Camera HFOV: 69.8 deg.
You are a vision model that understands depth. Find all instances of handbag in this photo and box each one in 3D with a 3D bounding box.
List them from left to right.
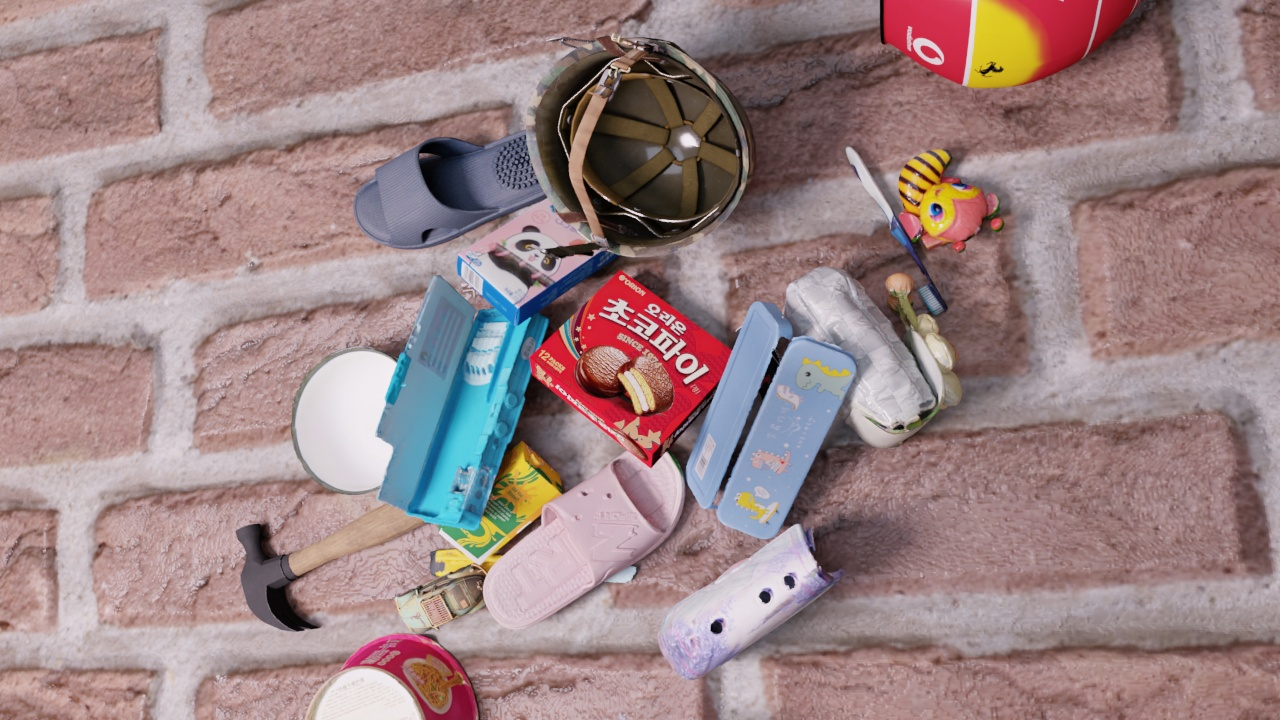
[{"bbox_3d":[0.098,0.212,0.817,0.159,0.126,0.069,-37,73,10],"label":"handbag"},{"bbox_3d":[0.208,-0.015,0.824,0.123,0.112,0.171,-33,75,0],"label":"handbag"}]

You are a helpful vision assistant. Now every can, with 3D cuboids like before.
[{"bbox_3d":[0.120,0.003,0.885,0.031,0.031,0.080,-23,78,12],"label":"can"}]

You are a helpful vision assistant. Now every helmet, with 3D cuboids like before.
[{"bbox_3d":[-0.008,-0.195,0.840,0.224,0.235,0.193,18,112,7],"label":"helmet"},{"bbox_3d":[0.325,-0.370,0.789,0.225,0.197,0.270,5,76,17],"label":"helmet"}]

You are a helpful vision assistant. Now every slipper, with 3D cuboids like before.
[{"bbox_3d":[-0.199,-0.189,0.975,0.264,0.082,0.101,-14,82,13],"label":"slipper"},{"bbox_3d":[-0.057,0.174,0.890,0.239,0.064,0.094,-39,73,3],"label":"slipper"}]

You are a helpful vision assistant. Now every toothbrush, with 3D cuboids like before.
[{"bbox_3d":[0.240,-0.126,0.876,0.017,0.016,0.189,-31,76,20],"label":"toothbrush"}]

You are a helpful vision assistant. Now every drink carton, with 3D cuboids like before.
[{"bbox_3d":[-0.138,0.142,0.923,0.122,0.041,0.058,-40,116,8],"label":"drink carton"}]

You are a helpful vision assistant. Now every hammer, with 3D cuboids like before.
[{"bbox_3d":[-0.291,0.188,0.980,0.306,0.040,0.132,-25,74,11],"label":"hammer"}]

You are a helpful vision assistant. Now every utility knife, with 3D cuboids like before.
[{"bbox_3d":[-0.114,0.211,0.938,0.228,0.019,0.030,-1,92,13],"label":"utility knife"}]

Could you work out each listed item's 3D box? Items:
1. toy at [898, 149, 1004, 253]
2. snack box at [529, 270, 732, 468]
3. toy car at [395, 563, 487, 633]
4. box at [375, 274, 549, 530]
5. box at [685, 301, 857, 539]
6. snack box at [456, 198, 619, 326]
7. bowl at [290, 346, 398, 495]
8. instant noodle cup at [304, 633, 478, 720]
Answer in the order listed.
[{"bbox_3d":[0.282,-0.145,0.852,0.084,0.046,0.103,-35,72,16],"label":"toy"},{"bbox_3d":[-0.005,0.005,0.889,0.152,0.036,0.132,37,67,17],"label":"snack box"},{"bbox_3d":[-0.204,0.247,0.934,0.112,0.047,0.047,-26,92,15],"label":"toy car"},{"bbox_3d":[-0.188,0.036,0.889,0.097,0.117,0.226,-1,65,44],"label":"box"},{"bbox_3d":[0.105,0.058,0.821,0.122,0.047,0.210,38,124,31],"label":"box"},{"bbox_3d":[-0.097,-0.107,0.918,0.088,0.033,0.153,41,58,16],"label":"snack box"},{"bbox_3d":[-0.284,0.066,0.972,0.153,0.073,0.153,-2,82,16],"label":"bowl"},{"bbox_3d":[-0.260,0.372,0.925,0.179,0.077,0.178,-2,82,15],"label":"instant noodle cup"}]
